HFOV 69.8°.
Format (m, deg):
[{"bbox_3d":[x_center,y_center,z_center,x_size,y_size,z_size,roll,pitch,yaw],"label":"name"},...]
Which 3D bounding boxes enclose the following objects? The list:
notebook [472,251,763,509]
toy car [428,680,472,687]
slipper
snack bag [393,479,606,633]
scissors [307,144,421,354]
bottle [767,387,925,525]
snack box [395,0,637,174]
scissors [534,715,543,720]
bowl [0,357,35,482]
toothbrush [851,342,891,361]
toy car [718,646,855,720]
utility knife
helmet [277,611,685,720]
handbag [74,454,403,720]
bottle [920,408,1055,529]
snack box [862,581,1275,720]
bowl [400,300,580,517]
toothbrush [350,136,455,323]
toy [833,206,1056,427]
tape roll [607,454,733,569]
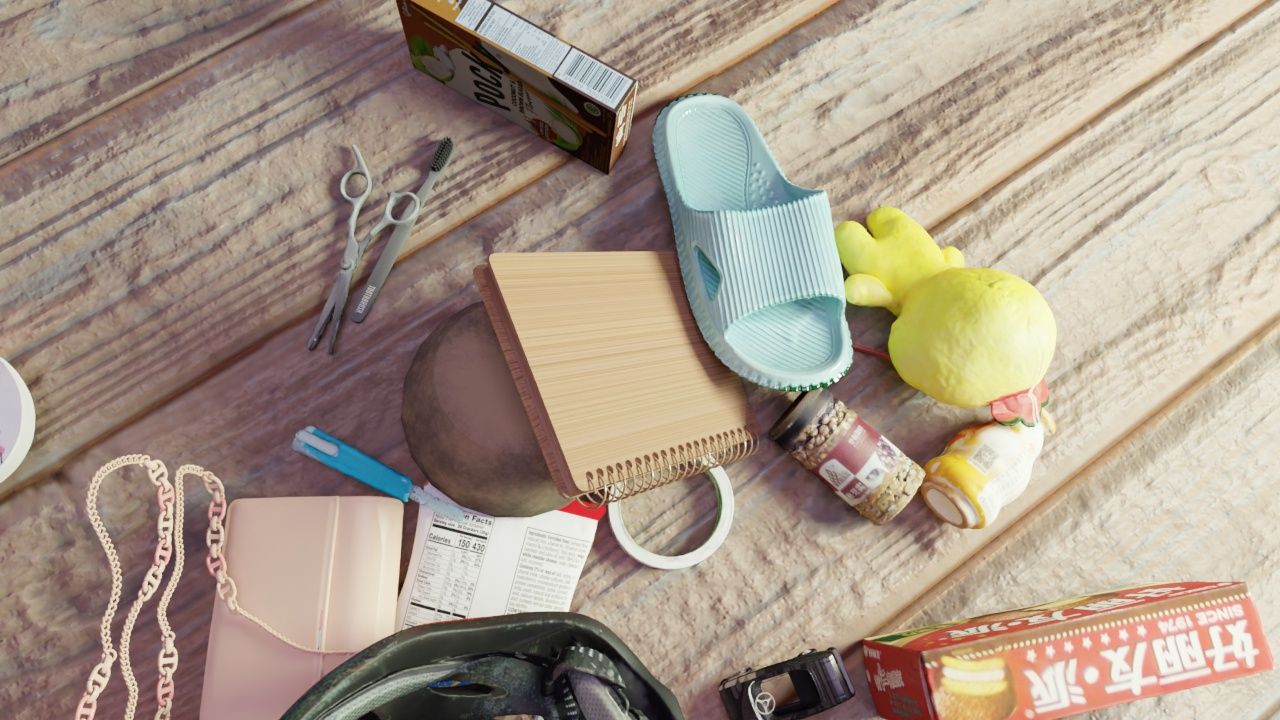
[{"bbox_3d":[-0.004,0.004,0.635,0.210,0.022,0.169,-9,74,-51],"label":"notebook"},{"bbox_3d":[-0.125,0.239,0.610,0.092,0.061,0.033,-26,107,10],"label":"toy car"},{"bbox_3d":[0.080,-0.104,0.696,0.116,0.070,0.276,-15,68,-6],"label":"slipper"},{"bbox_3d":[-0.105,0.158,0.647,0.131,0.039,0.144,15,82,-3],"label":"snack bag"},{"bbox_3d":[-0.230,-0.088,0.711,0.120,0.014,0.159,40,85,18],"label":"scissors"},{"bbox_3d":[0.153,0.069,0.685,0.105,0.056,0.056,40,76,5],"label":"bottle"},{"bbox_3d":[-0.095,-0.222,0.709,0.186,0.101,0.031,29,75,2],"label":"snack box"},{"bbox_3d":[-0.065,0.285,0.630,0.170,0.013,0.174,25,85,1],"label":"scissors"},{"bbox_3d":[-0.475,0.047,0.636,0.114,0.051,0.114,1,76,-5],"label":"bowl"},{"bbox_3d":[0.222,0.005,0.729,0.184,0.015,0.015,18,73,0],"label":"toothbrush"},{"bbox_3d":[0.100,0.231,0.637,0.092,0.037,0.040,-27,80,23],"label":"toy car"},{"bbox_3d":[-0.188,0.083,0.651,0.149,0.015,0.022,24,71,19],"label":"utility knife"},{"bbox_3d":[-0.092,0.260,0.514,0.271,0.167,0.217,-3,43,-29],"label":"helmet"},{"bbox_3d":[-0.229,0.164,0.558,0.117,0.187,0.198,-3,72,12],"label":"handbag"},{"bbox_3d":[0.264,0.076,0.691,0.108,0.063,0.063,-40,83,-15],"label":"bottle"},{"bbox_3d":[0.287,0.203,0.635,0.236,0.113,0.060,-9,78,-7],"label":"snack box"},{"bbox_3d":[-0.087,0.024,0.649,0.162,0.070,0.162,4,63,-9],"label":"bowl"},{"bbox_3d":[-0.185,-0.104,0.720,0.013,0.013,0.167,24,78,1],"label":"toothbrush"},{"bbox_3d":[0.234,-0.042,0.700,0.133,0.092,0.207,-27,55,-24],"label":"toy"},{"bbox_3d":[0.022,0.108,0.684,0.094,0.018,0.093,1,77,-4],"label":"tape roll"}]
